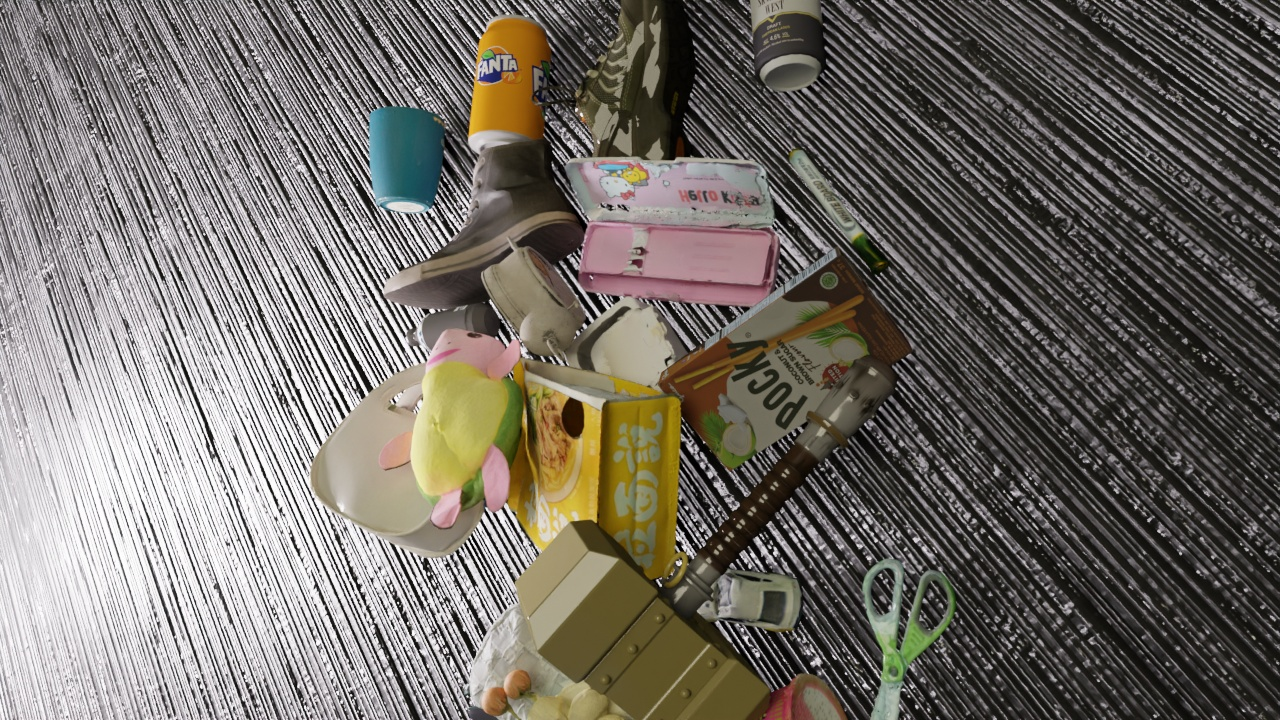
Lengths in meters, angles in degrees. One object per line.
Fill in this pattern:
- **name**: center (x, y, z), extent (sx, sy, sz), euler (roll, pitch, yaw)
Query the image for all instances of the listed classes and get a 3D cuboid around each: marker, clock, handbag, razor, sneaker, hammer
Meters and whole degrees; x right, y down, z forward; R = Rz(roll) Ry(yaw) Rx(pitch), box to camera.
- **marker**: center (0.174, -0.134, 0.816), extent (0.017, 0.017, 0.146), euler (-38, 63, 17)
- **clock**: center (-0.089, -0.050, 0.857), extent (0.061, 0.103, 0.156), euler (-38, 38, 9)
- **handbag**: center (-0.227, 0.095, 0.959), extent (0.201, 0.093, 0.199), euler (19, 68, 32)
- **razor**: center (-0.110, 0.350, 0.851), extent (0.052, 0.047, 0.143), euler (-46, 64, 0)
- **sneaker**: center (-0.176, -0.138, 0.971), extent (0.235, 0.095, 0.119), euler (-26, 64, 24)
- **hammer**: center (0.081, 0.125, 0.702), extent (0.324, 0.190, 0.101), euler (-48, 15, -5)
- **handbag**: center (-0.075, 0.291, 0.793), extent (0.171, 0.123, 0.112), euler (30, 95, 20)
- **sneaker**: center (-0.024, -0.268, 0.911), extent (0.143, 0.101, 0.238), euler (-1, 84, 22)

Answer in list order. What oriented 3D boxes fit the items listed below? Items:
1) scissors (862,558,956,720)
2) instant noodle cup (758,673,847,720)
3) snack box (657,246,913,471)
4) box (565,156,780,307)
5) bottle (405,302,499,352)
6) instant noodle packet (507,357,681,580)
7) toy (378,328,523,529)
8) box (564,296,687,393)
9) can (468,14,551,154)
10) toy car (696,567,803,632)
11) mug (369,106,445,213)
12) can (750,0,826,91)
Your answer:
- **scissors**: center (0.204, 0.246, 0.714), extent (0.078, 0.032, 0.175), euler (5, 85, 28)
- **instant noodle cup**: center (0.098, 0.308, 0.718), extent (0.109, 0.097, 0.097), euler (-29, 66, 29)
- **snack box**: center (0.119, 0.002, 0.774), extent (0.186, 0.031, 0.101), euler (-36, 101, 18)
- **box**: center (0.031, -0.123, 0.856), extent (0.202, 0.073, 0.150), euler (7, 113, 27)
- **bottle**: center (-0.204, -0.033, 0.988), extent (0.113, 0.047, 0.047), euler (-9, 74, 28)
- **instant noodle packet**: center (-0.066, 0.091, 0.831), extent (0.222, 0.084, 0.163), euler (15, 108, 52)
- **toy**: center (-0.162, 0.058, 0.853), extent (0.190, 0.087, 0.238), euler (-42, 37, 18)
- **box**: center (-0.010, 0.004, 0.855), extent (0.103, 0.076, 0.107), euler (-39, 65, 17)
- **can**: center (-0.140, -0.291, 0.991), extent (0.079, 0.079, 0.142), euler (-2, 78, 29)
- **toy car**: center (0.086, 0.202, 0.780), extent (0.106, 0.033, 0.048), euler (0, 80, 30)
- **mug**: center (-0.276, -0.224, 1.061), extent (0.112, 0.084, 0.104), euler (-11, 78, 56)
- **can**: center (0.135, -0.320, 0.852), extent (0.064, 0.064, 0.127), euler (-9, 74, 27)
